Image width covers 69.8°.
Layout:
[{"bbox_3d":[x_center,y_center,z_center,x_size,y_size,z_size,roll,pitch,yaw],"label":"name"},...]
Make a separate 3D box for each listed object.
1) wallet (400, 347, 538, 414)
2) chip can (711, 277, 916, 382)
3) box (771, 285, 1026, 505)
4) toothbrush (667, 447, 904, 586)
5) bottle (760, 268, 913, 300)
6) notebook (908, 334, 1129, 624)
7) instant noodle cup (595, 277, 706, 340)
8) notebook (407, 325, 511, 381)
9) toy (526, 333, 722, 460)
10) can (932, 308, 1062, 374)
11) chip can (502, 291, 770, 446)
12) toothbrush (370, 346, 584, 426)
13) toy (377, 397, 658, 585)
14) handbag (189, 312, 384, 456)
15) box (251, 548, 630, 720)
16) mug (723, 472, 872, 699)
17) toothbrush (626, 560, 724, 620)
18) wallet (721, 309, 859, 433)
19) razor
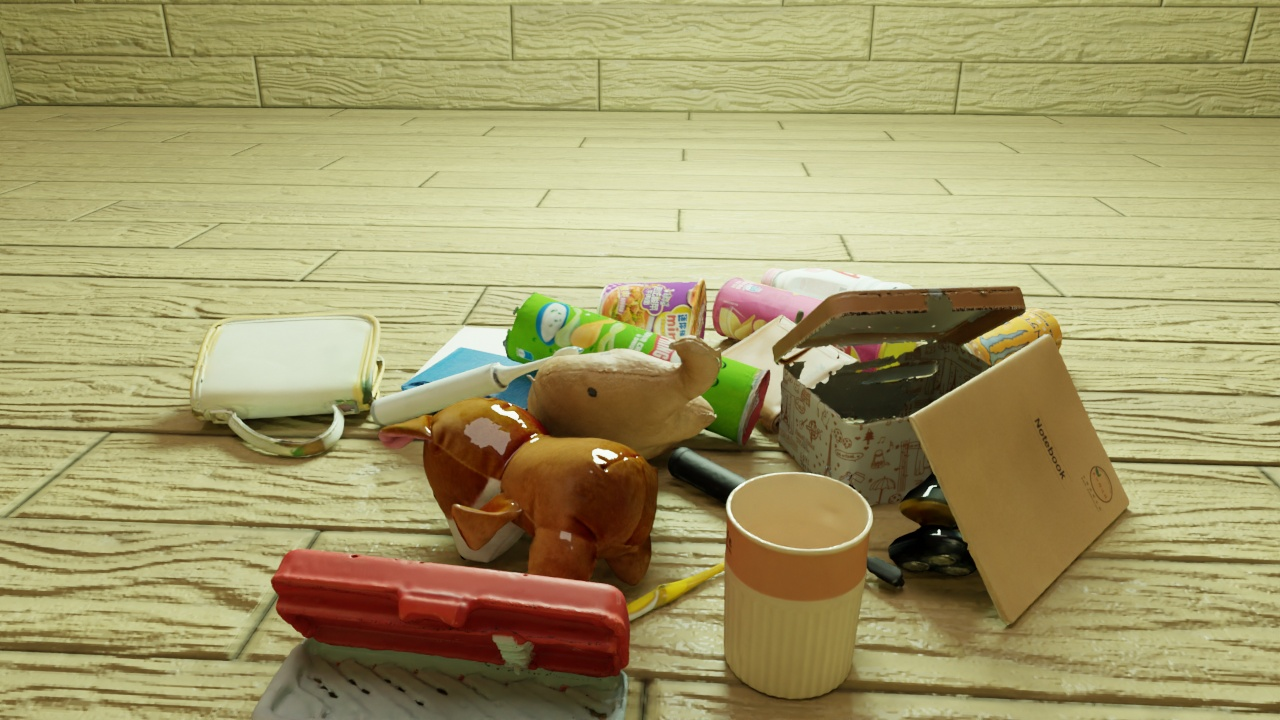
[{"bbox_3d":[-0.144,0.025,0.865,0.133,0.040,0.106,12,29,23],"label":"wallet"},{"bbox_3d":[0.177,-0.033,0.967,0.211,0.071,0.071,20,30,38],"label":"chip can"},{"bbox_3d":[0.218,0.003,0.762,0.181,0.168,0.150,-8,26,-16],"label":"box"},{"bbox_3d":[0.103,0.115,0.684,0.213,0.027,0.026,24,68,42],"label":"toothbrush"},{"bbox_3d":[0.225,-0.073,1.069,0.068,0.068,0.197,-19,27,-37],"label":"bottle"},{"bbox_3d":[0.277,0.074,0.655,0.207,0.148,0.008,-21,-4,-40],"label":"notebook"},{"bbox_3d":[0.010,-0.031,0.906,0.099,0.112,0.111,7,24,11],"label":"instant noodle cup"},{"bbox_3d":[-0.116,0.001,0.963,0.209,0.012,0.150,4,25,12],"label":"notebook"},{"bbox_3d":[-0.015,0.029,0.691,0.143,0.082,0.226,3,-14,-12],"label":"toy"},{"bbox_3d":[0.363,-0.012,0.935,0.145,0.058,0.058,-15,28,-31],"label":"can"},{"bbox_3d":[-0.005,0.005,0.828,0.236,0.072,0.072,19,28,16],"label":"chip can"},{"bbox_3d":[-0.144,0.020,0.789,0.221,0.027,0.026,-17,9,27],"label":"toothbrush"},{"bbox_3d":[-0.082,0.090,0.635,0.200,0.130,0.140,28,6,30],"label":"toy"},{"bbox_3d":[-0.327,0.031,0.853,0.163,0.063,0.178,-3,38,-7],"label":"handbag"},{"bbox_3d":[-0.108,0.174,0.502,0.201,0.095,0.099,4,51,7],"label":"box"},{"bbox_3d":[0.099,0.127,0.552,0.082,0.106,0.114,18,29,35],"label":"mug"},{"bbox_3d":[0.010,0.153,0.603,0.191,0.018,0.016,-16,27,-33],"label":"toothbrush"},{"bbox_3d":[0.138,0.007,0.885,0.119,0.035,0.130,-36,33,-9],"label":"wallet"},{"bbox_3d":[0.236,0.086,0.658,0.067,0.062,0.167,42,59,-2],"label":"razor"}]
